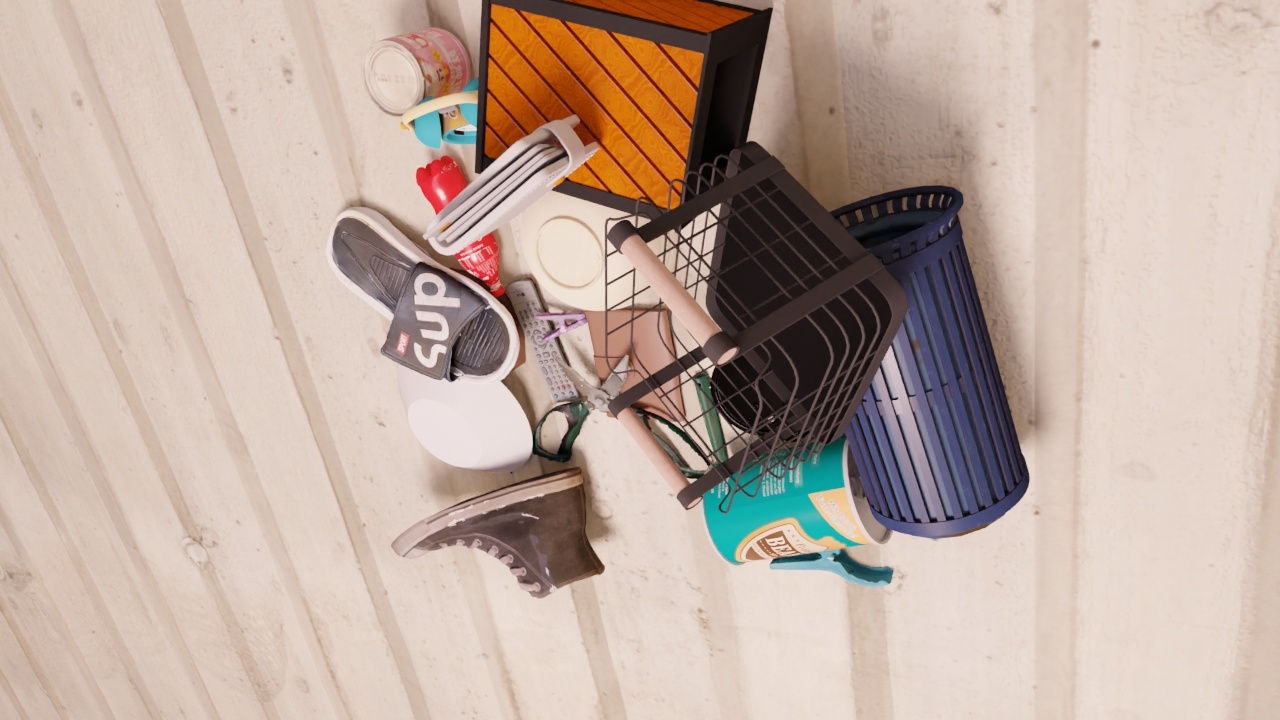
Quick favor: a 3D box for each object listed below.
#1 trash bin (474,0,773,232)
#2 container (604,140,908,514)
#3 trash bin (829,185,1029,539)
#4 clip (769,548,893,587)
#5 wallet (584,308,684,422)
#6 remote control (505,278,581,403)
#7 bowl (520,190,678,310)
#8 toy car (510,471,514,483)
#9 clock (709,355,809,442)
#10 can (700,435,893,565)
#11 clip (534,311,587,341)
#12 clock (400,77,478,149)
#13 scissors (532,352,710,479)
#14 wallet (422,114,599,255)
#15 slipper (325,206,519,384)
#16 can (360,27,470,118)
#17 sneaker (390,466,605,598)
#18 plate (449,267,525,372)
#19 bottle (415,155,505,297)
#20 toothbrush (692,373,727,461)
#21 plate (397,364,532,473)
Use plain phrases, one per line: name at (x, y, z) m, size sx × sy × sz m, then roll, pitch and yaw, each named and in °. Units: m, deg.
trash bin at (-0.014, -0.207, 0.706) m, size 0.172 × 0.139 × 0.140 m, roll 19°, pitch 123°, yaw 17°
container at (0.060, -0.012, 0.644) m, size 0.163 × 0.130 × 0.242 m, roll 51°, pitch 161°, yaw 23°
trash bin at (0.210, 0.008, 0.713) m, size 0.140 × 0.138 × 0.249 m, roll -11°, pitch 112°, yaw 31°
clip at (0.182, 0.168, 0.879) m, size 0.130 × 0.030 × 0.120 m, roll 16°, pitch 126°, yaw 17°
wallet at (-0.005, 0.005, 0.893) m, size 0.087 × 0.013 × 0.121 m, roll 2°, pitch 118°, yaw 26°
remote control at (-0.098, -0.019, 0.926) m, size 0.033 × 0.013 × 0.136 m, roll -10°, pitch 111°, yaw 30°
bowl at (-0.048, -0.106, 0.818) m, size 0.151 × 0.075 × 0.151 m, roll 12°, pitch 119°, yaw 21°
toy car at (-0.130, 0.175, 1.039) m, size 0.092 × 0.033 × 0.062 m, roll 41°, pitch 114°, yaw 7°
clock at (0.123, 0.025, 0.821) m, size 0.121 × 0.042 × 0.091 m, roll 23°, pitch 124°, yaw 14°
can at (0.142, 0.127, 0.831) m, size 0.144 × 0.099 × 0.099 m, roll -17°, pitch 107°, yaw 32°
clip at (-0.077, -0.039, 0.899) m, size 0.050 × 0.013 × 0.029 m, roll -15°, pitch 111°, yaw 9°
clock at (-0.138, -0.208, 0.778) m, size 0.099 × 0.129 × 0.043 m, roll -9°, pitch 93°, yaw 31°
scissors at (-0.022, 0.074, 0.929) m, size 0.206 × 0.015 × 0.202 m, roll 34°, pitch 136°, yaw -1°
wallet at (-0.095, -0.118, 0.635) m, size 0.119 × 0.115 × 0.037 m, roll -32°, pitch 99°, yaw 35°
slipper at (-0.232, -0.059, 0.913) m, size 0.264 × 0.063 × 0.111 m, roll 40°, pitch 121°, yaw 21°
can at (-0.197, -0.255, 0.811) m, size 0.067 × 0.076 × 0.067 m, roll 12°, pitch 120°, yaw 20°
sneaker at (-0.156, 0.202, 0.990) m, size 0.235 × 0.095 × 0.120 m, roll -17°, pitch 88°, yaw 10°
plate at (-0.180, -0.032, 0.953) m, size 0.131 × 0.025 × 0.131 m, roll 12°, pitch 120°, yaw 21°
bottle at (-0.169, -0.127, 0.887) m, size 0.042 × 0.041 × 0.141 m, roll -16°, pitch 108°, yaw 32°
toothbrush at (0.078, 0.100, 0.900) m, size 0.016 × 0.017 × 0.190 m, roll -3°, pitch 114°, yaw 29°
plate at (-0.201, 0.068, 0.989) m, size 0.174 × 0.036 × 0.174 m, roll 18°, pitch 134°, yaw 19°
